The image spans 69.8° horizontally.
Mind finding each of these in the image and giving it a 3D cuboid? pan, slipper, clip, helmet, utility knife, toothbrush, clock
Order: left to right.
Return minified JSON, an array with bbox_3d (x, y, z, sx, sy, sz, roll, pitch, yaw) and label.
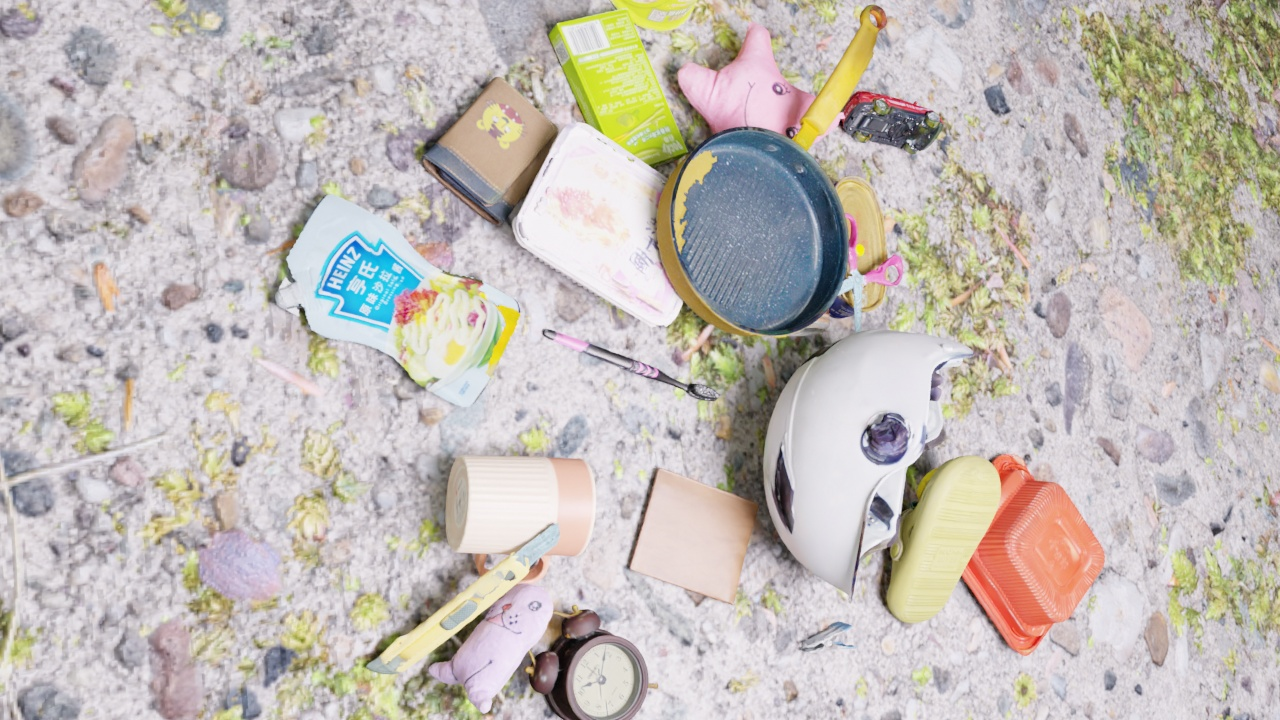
[{"bbox_3d":[-0.137,0.191,0.731,0.188,0.020,0.031,-41,125,-5],"label":"utility knife"},{"bbox_3d":[-0.046,0.262,0.778,0.122,0.055,0.081,46,65,-11],"label":"clock"},{"bbox_3d":[-0.005,0.005,0.867,0.189,0.018,0.014,21,74,-21],"label":"toothbrush"},{"bbox_3d":[0.147,-0.188,0.870,0.197,0.078,0.356,32,70,-20],"label":"pan"},{"bbox_3d":[0.184,0.278,0.911,0.058,0.027,0.045,-10,93,-24],"label":"clip"},{"bbox_3d":[0.192,0.080,0.861,0.146,0.229,0.258,25,72,22],"label":"helmet"},{"bbox_3d":[0.298,0.179,0.957,0.091,0.081,0.191,12,103,-32],"label":"slipper"}]

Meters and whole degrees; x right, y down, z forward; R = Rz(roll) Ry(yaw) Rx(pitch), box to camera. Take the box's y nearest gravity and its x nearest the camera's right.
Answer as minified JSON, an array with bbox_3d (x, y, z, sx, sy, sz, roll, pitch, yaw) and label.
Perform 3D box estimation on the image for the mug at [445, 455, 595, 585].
[{"bbox_3d":[-0.104,0.134,0.765,0.105,0.081,0.115,6,108,-24],"label":"mug"}]

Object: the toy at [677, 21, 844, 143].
[{"bbox_3d":[0.129,-0.251,0.943,0.178,0.075,0.194,-12,92,-19],"label":"toy"}]

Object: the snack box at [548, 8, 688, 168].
[{"bbox_3d":[-0.021,-0.261,0.900,0.085,0.026,0.156,-25,93,-28],"label":"snack box"}]

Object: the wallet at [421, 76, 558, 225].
[{"bbox_3d":[-0.130,-0.190,0.830,0.090,0.033,0.115,40,62,-14],"label":"wallet"}]

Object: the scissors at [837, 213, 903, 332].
[{"bbox_3d":[0.228,-0.085,0.943,0.130,0.017,0.133,7,77,-30],"label":"scissors"}]

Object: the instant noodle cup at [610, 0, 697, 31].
[{"bbox_3d":[0.036,-0.403,0.898,0.111,0.124,0.111,5,79,-27],"label":"instant noodle cup"}]

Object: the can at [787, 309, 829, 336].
[{"bbox_3d":[0.161,-0.086,0.943,0.058,0.059,0.116,1,81,-27],"label":"can"}]

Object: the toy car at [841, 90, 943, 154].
[{"bbox_3d":[0.286,-0.273,1.042,0.120,0.053,0.045,10,52,-21],"label":"toy car"}]

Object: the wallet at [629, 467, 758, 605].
[{"bbox_3d":[0.052,0.165,0.867,0.115,0.020,0.101,24,72,-19],"label":"wallet"}]

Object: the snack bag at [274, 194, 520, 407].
[{"bbox_3d":[-0.201,-0.048,0.766,0.191,0.039,0.110,31,80,-18],"label":"snack bag"}]

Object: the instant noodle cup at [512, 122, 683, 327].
[{"bbox_3d":[-0.030,-0.120,0.851,0.173,0.060,0.137,32,68,-20],"label":"instant noodle cup"}]

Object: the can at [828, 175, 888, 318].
[{"bbox_3d":[0.220,-0.120,0.984,0.074,0.049,0.148,2,80,-26],"label":"can"}]

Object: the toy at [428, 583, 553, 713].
[{"bbox_3d":[-0.114,0.225,0.740,0.107,0.084,0.039,-52,128,-27],"label":"toy"}]

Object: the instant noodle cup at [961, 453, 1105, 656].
[{"bbox_3d":[0.435,0.210,1.019,0.164,0.079,0.189,-40,98,-28],"label":"instant noodle cup"}]
